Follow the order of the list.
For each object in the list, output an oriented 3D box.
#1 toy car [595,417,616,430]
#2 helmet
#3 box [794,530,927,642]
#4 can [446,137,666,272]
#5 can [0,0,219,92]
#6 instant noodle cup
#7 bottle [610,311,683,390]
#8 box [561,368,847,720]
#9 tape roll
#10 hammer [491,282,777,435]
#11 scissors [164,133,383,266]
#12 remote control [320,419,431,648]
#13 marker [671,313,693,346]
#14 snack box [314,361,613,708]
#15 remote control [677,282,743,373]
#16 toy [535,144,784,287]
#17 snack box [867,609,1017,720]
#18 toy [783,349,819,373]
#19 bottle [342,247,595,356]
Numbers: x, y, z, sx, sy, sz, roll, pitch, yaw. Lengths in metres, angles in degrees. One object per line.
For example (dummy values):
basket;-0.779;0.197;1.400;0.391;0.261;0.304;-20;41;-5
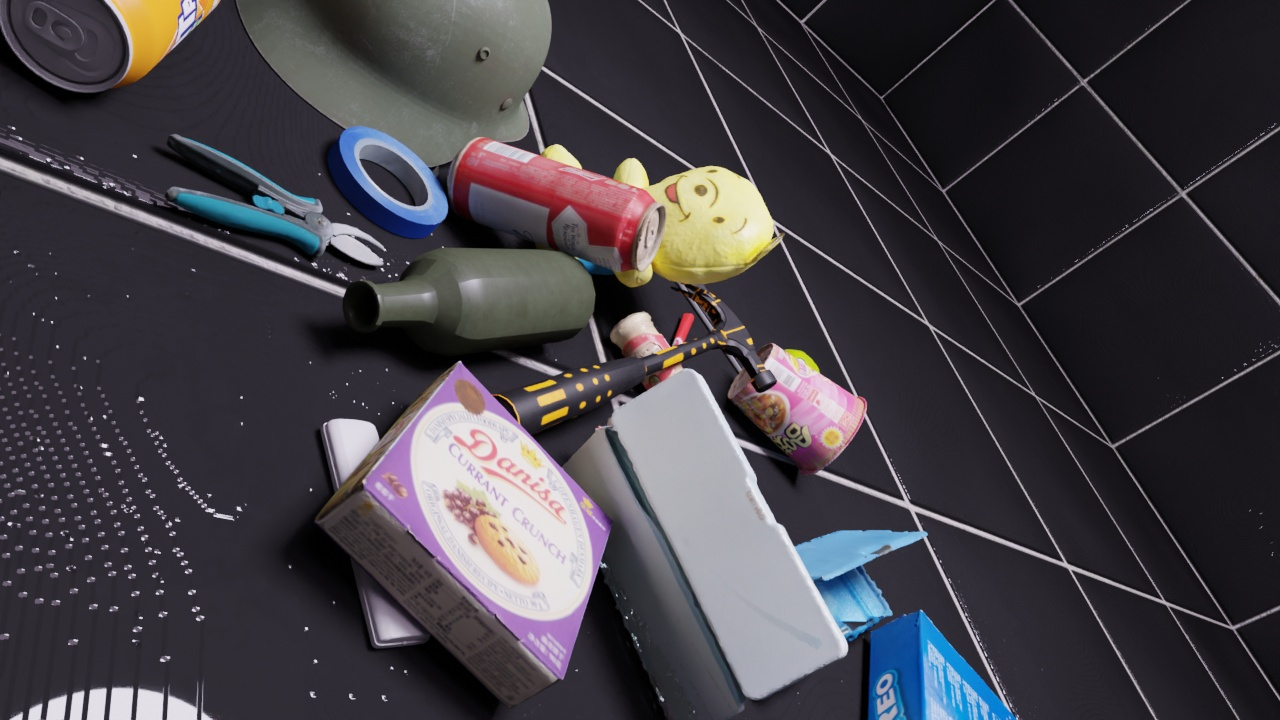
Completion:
toy car;-0.010;0.096;0.640;0.039;0.039;0.113;8;76;-53
helmet;-0.169;-0.293;0.763;0.267;0.154;0.226;15;44;-49
box;0.158;0.176;0.732;0.231;0.102;0.094;3;52;-55
can;-0.067;-0.122;0.722;0.170;0.067;0.067;20;23;15
can;-0.309;-0.220;0.546;0.079;0.079;0.142;36;31;-26
instant noodle cup;0.149;0.042;0.903;0.108;0.098;0.097;39;29;-7
bottle;0.018;0.010;0.792;0.109;0.044;0.044;56;28;11
box;0.027;0.118;0.567;0.049;0.137;0.197;11;47;-54
tape roll;-0.188;-0.134;0.688;0.093;0.016;0.091;25;37;-40
hammer;-0.004;0.004;0.718;0.319;0.036;0.123;-19;70;-51
scissors;-0.231;-0.094;0.575;0.128;0.019;0.152;50;26;-4
remote control;-0.141;0.089;0.489;0.033;0.012;0.130;13;45;-50
marker;0.034;-0.012;0.876;0.013;0.013;0.141;45;28;-11
snack box;-0.088;0.091;0.515;0.143;0.041;0.147;48;23;-13
remote control;0.086;-0.036;0.988;0.146;0.008;0.045;57;28;12
toy;0.013;-0.121;0.816;0.214;0.084;0.148;1;50;0
snack box;0.258;0.344;0.717;0.195;0.056;0.238;48;27;-9
toy;0.189;0.027;1.038;0.094;0.036;0.093;-15;75;-61
bottle;-0.113;-0.041;0.627;0.071;0.072;0.206;57;28;13
